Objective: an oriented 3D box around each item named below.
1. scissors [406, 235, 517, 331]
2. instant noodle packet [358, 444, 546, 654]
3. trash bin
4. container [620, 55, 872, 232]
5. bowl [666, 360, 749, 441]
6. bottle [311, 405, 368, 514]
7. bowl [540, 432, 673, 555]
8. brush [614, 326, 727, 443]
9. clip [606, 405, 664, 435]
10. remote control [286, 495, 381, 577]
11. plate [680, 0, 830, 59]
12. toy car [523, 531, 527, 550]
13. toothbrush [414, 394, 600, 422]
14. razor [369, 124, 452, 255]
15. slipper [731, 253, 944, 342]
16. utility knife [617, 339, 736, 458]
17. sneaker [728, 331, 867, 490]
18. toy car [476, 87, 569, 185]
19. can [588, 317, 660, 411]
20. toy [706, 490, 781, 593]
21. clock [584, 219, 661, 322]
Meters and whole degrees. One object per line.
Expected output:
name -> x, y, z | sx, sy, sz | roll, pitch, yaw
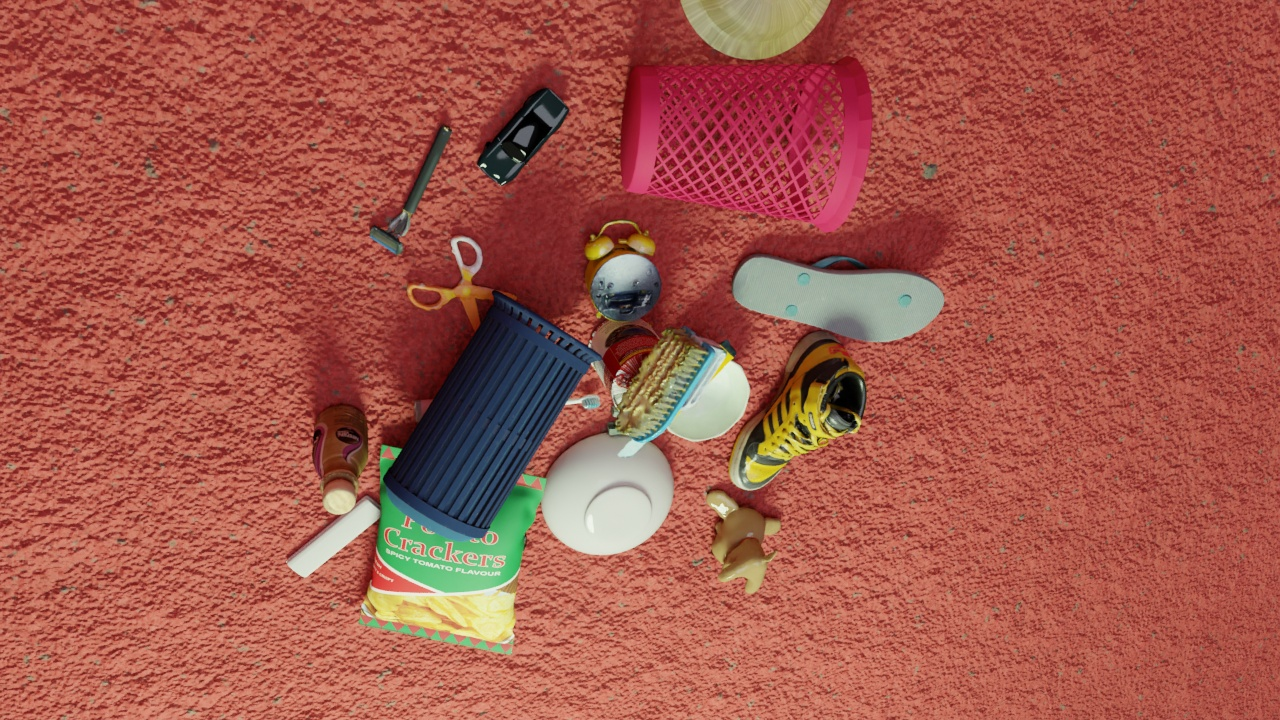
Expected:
scissors -> -0.196, -0.085, 1.028 | 0.125, 0.011, 0.128 | 7, 113, -26
instant noodle packet -> -0.232, 0.235, 1.113 | 0.195, 0.090, 0.253 | 12, 109, -2
trash bin -> -0.166, 0.065, 1.003 | 0.139, 0.139, 0.249 | 33, 88, -27
container -> 0.100, -0.235, 0.966 | 0.225, 0.183, 0.183 | 2, 114, -10
bowl -> 0.071, 0.035, 1.139 | 0.117, 0.061, 0.117 | -7, 117, -14
bottle -> -0.324, 0.109, 0.992 | 0.059, 0.166, 0.060 | -7, 116, -14
bowl -> -0.035, 0.183, 1.173 | 0.176, 0.066, 0.177 | -7, 116, -14
brush -> 0.032, 0.033, 0.997 | 0.075, 0.055, 0.136 | 18, 110, -47
clip -> -0.004, 0.071, 1.156 | 0.078, 0.023, 0.051 | -7, 118, -12
remote control -> -0.371, 0.215, 1.116 | 0.131, 0.012, 0.033 | -39, 119, 3
plate -> 0.131, -0.410, 0.961 | 0.184, 0.036, 0.185 | -7, 116, -14
toy car -> -0.163, 0.201, 1.156 | 0.042, 0.036, 0.091 | 4, 118, 14
toothbrush -> -0.156, 0.054, 1.097 | 0.222, 0.026, 0.027 | -3, 139, -16
razor -> -0.235, -0.182, 0.967 | 0.043, 0.022, 0.144 | 33, 100, 13
slipper -> 0.242, -0.082, 1.151 | 0.268, 0.054, 0.098 | 6, 115, -8
utility knife -> 0.042, 0.049, 1.091 | 0.030, 0.018, 0.191 | 41, 95, -24
sneaker -> 0.205, 0.088, 1.171 | 0.086, 0.122, 0.239 | 21, 106, -23
toy car -> -0.124, -0.235, 0.966 | 0.112, 0.034, 0.046 | -47, 119, 8
can -> -0.006, 0.006, 1.069 | 0.086, 0.116, 0.087 | -7, 116, -14
toy -> 0.140, 0.251, 1.243 | 0.134, 0.108, 0.106 | 29, 120, -27
clock -> -0.022, -0.102, 1.048 | 0.083, 0.057, 0.119 | -6, 116, -14
